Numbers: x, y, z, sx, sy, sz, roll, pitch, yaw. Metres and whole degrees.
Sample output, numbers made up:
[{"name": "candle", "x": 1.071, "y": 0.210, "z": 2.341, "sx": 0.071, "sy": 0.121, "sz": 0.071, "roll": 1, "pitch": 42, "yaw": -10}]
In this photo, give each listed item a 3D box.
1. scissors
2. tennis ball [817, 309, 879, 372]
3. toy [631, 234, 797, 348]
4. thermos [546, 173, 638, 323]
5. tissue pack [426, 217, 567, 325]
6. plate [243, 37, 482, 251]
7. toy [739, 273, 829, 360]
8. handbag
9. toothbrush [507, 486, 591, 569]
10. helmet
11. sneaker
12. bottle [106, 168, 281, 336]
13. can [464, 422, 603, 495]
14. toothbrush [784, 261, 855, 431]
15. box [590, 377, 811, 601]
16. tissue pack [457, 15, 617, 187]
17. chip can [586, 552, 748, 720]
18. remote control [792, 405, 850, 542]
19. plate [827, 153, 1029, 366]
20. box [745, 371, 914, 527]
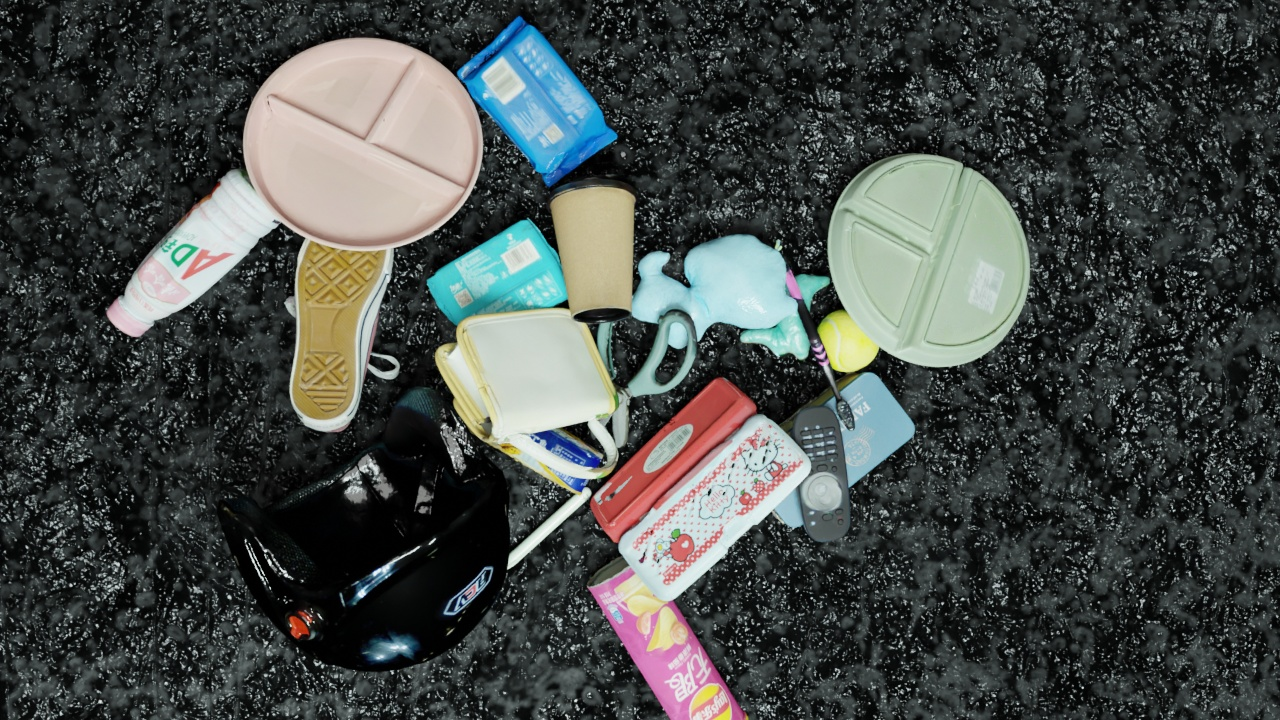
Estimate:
[{"name": "scissors", "x": -0.002, "y": 0.009, "z": 0.946, "sx": 0.172, "sy": 0.019, "sz": 0.176, "roll": -4, "pitch": 94, "yaw": 19}, {"name": "tennis ball", "x": 0.215, "y": -0.021, "z": 0.953, "sx": 0.065, "sy": 0.065, "sz": 0.065, "roll": 0, "pitch": 92, "yaw": -3}, {"name": "toy", "x": 0.079, "y": -0.077, "z": 0.951, "sx": 0.161, "sy": 0.049, "sz": 0.156, "roll": 39, "pitch": 95, "yaw": 10}, {"name": "thermos", "x": -0.044, "y": -0.113, "z": 0.913, "sx": 0.093, "sy": 0.093, "sz": 0.143, "roll": -6, "pitch": 79, "yaw": -3}, {"name": "tissue pack", "x": -0.143, "y": -0.076, "z": 0.942, "sx": 0.133, "sy": 0.050, "sz": 0.093, "roll": -31, "pitch": 95, "yaw": -1}, {"name": "plate", "x": -0.273, "y": -0.214, "z": 0.916, "sx": 0.229, "sy": 0.028, "sz": 0.229, "roll": 2, "pitch": 76, "yaw": -9}, {"name": "toy", "x": 0.153, "y": -0.045, "z": 0.968, "sx": 0.096, "sy": 0.030, "sz": 0.092, "roll": -2, "pitch": 90, "yaw": 3}, {"name": "handbag", "x": -0.097, "y": 0.041, "z": 0.883, "sx": 0.063, "sy": 0.163, "sz": 0.178, "roll": -42, "pitch": 68, "yaw": 39}, {"name": "toothbrush", "x": -0.126, "y": 0.198, "z": 0.968, "sx": 0.189, "sy": 0.020, "sz": 0.029, "roll": -41, "pitch": 124, "yaw": -2}, {"name": "helmet", "x": -0.232, "y": 0.171, "z": 0.846, "sx": 0.232, "sy": 0.275, "sz": 0.230, "roll": -37, "pitch": 120, "yaw": -37}, {"name": "sneaker", "x": -0.299, "y": -0.039, "z": 0.920, "sx": 0.118, "sy": 0.088, "sz": 0.240, "roll": 6, "pitch": 69, "yaw": -11}, {"name": "bottle", "x": -0.449, "y": -0.103, "z": 0.920, "sx": 0.197, "sy": 0.068, "sz": 0.068, "roll": -43, "pitch": 93, "yaw": 2}, {"name": "can", "x": -0.112, "y": 0.080, "z": 0.937, "sx": 0.148, "sy": 0.074, "sz": 0.049, "roll": 31, "pitch": 86, "yaw": -3}, {"name": "toothbrush", "x": 0.179, "y": -0.017, "z": 0.930, "sx": 0.014, "sy": 0.018, "sz": 0.189, "roll": -22, "pitch": 76, "yaw": 9}, {"name": "box", "x": 0.052, "y": 0.122, "z": 0.916, "sx": 0.201, "sy": 0.063, "sz": 0.160, "roll": -44, "pitch": 48, "yaw": 0}, {"name": "tissue pack", "x": -0.105, "y": -0.262, "z": 0.936, "sx": 0.095, "sy": 0.052, "sz": 0.157, "roll": -40, "pitch": 93, "yaw": 1}, {"name": "chip can", "x": 0.027, "y": 0.302, "z": 0.952, "sx": 0.071, "sy": 0.071, "sz": 0.210, "roll": -32, "pitch": 93, "yaw": -1}, {"name": "remote control", "x": 0.179, "y": 0.112, "z": 0.915, "sx": 0.053, "sy": 0.024, "sz": 0.136, "roll": -7, "pitch": 93, "yaw": -4}, {"name": "plate", "x": 0.302, "y": -0.108, "z": 0.943, "sx": 0.230, "sy": 0.027, "sz": 0.230, "roll": 2, "pitch": 80, "yaw": -13}, {"name": "box", "x": 0.197, "y": 0.087, "z": 0.958, "sx": 0.184, "sy": 0.063, "sz": 0.090, "roll": -40, "pitch": 94, "yaw": 1}]
